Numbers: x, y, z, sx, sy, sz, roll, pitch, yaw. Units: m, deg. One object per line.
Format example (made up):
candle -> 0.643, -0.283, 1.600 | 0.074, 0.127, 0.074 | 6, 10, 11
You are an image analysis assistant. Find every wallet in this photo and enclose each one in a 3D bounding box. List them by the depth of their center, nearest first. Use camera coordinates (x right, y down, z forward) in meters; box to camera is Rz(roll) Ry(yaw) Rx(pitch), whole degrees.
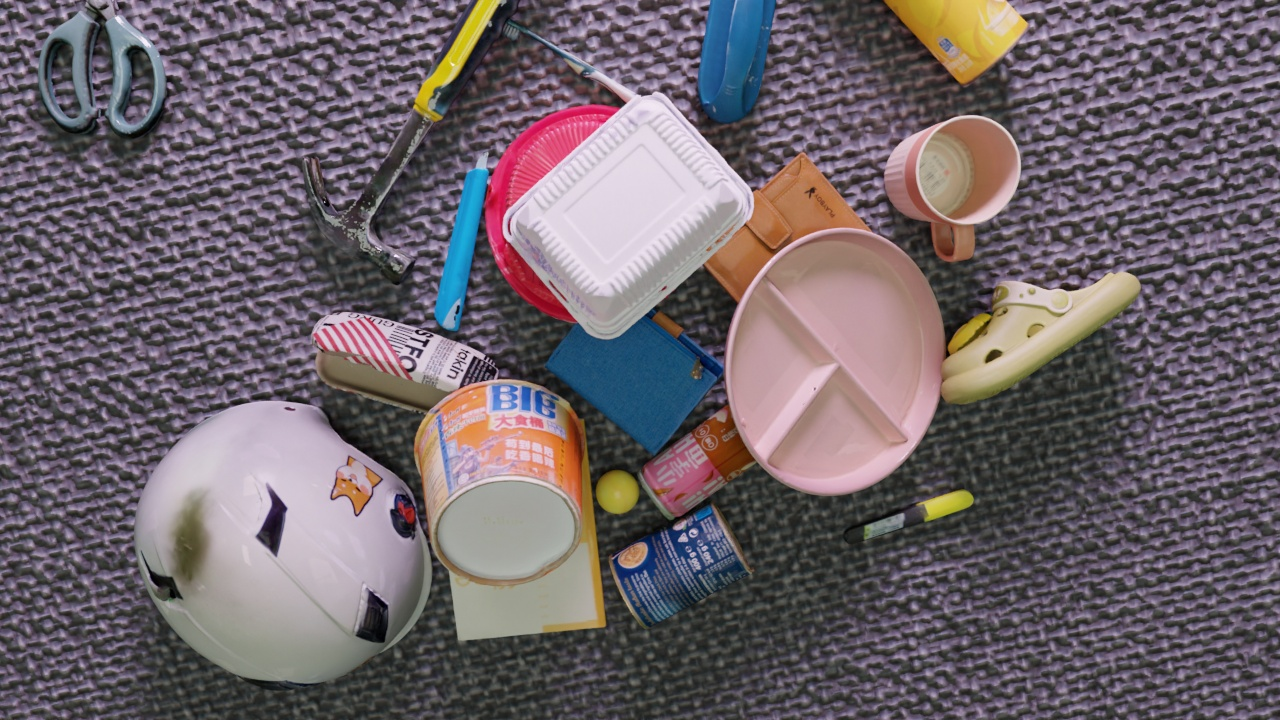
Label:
wallet -> 0.127, -0.102, 0.814 | 0.132, 0.031, 0.108 | -41, 98, 5
wallet -> -0.005, 0.005, 0.825 | 0.133, 0.040, 0.106 | 38, 97, 2

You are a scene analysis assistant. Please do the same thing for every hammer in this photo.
hammer -> -0.175, -0.230, 0.783 | 0.126, 0.032, 0.324 | 35, 102, -5

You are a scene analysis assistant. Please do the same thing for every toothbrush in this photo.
toothbrush -> -0.048, -0.249, 0.798 | 0.191, 0.016, 0.018 | 31, 108, -4

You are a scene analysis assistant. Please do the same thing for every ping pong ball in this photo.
ping pong ball -> -0.021, 0.121, 0.844 | 0.040, 0.040, 0.040 | 0, 99, 0

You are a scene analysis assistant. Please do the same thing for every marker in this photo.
marker -> 0.251, 0.147, 0.862 | 0.124, 0.015, 0.018 | -20, 98, 6

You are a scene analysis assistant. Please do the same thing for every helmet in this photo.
helmet -> -0.318, 0.175, 0.795 | 0.230, 0.156, 0.274 | -33, 98, 5

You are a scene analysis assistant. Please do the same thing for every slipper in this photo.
slipper -> 0.338, -0.032, 0.806 | 0.190, 0.091, 0.081 | -32, 73, 4

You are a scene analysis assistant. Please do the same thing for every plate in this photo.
plate -> 0.168, 0.002, 0.791 | 0.229, 0.028, 0.229 | -2, 96, -24

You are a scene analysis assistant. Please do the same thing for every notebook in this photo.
notebook -> -0.114, 0.161, 0.865 | 0.146, 0.010, 0.206 | -5, 99, 1

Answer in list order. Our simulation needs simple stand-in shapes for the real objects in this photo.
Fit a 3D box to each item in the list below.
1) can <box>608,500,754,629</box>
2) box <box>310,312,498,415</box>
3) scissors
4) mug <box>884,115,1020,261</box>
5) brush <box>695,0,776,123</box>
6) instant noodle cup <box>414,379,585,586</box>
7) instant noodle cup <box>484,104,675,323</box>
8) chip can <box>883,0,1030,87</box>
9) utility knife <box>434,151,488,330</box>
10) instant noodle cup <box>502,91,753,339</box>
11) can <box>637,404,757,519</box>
can -> 0.037, 0.185, 0.837 | 0.111, 0.075, 0.075 | -29, 98, 4
box -> -0.210, 0.012, 0.820 | 0.163, 0.076, 0.088 | 14, 127, -5
scissors -> -0.445, -0.275, 0.792 | 0.130, 0.019, 0.185 | 23, 100, -4
mug -> 0.258, -0.141, 0.768 | 0.081, 0.106, 0.114 | -8, 99, 1
brush -> 0.082, -0.271, 0.764 | 0.055, 0.073, 0.144 | 9, 99, -6
instant noodle cup -> -0.114, 0.108, 0.768 | 0.151, 0.111, 0.152 | -5, 124, -8
instant noodle cup -> -0.041, -0.129, 0.776 | 0.194, 0.066, 0.194 | 0, 88, 2
chip can -> 0.222, -0.327, 0.757 | 0.213, 0.072, 0.072 | 44, 96, -7
utility knife -> -0.156, -0.107, 0.814 | 0.018, 0.034, 0.160 | 8, 100, -38
instant noodle cup -> -0.011, -0.116, 0.712 | 0.173, 0.060, 0.138 | -41, 87, 2
can -> 0.071, 0.080, 0.828 | 0.147, 0.058, 0.058 | -36, 97, 5
